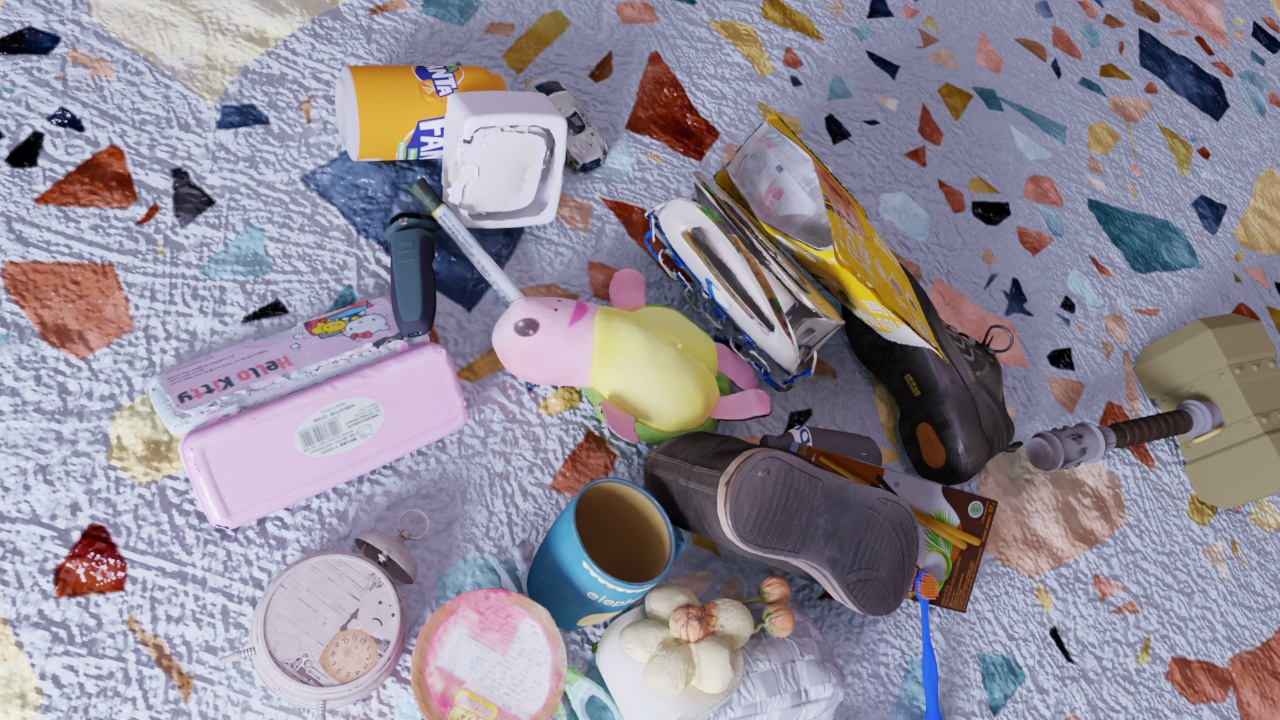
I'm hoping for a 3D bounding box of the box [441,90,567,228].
[{"bbox_3d":[-0.116,-0.166,0.780,0.102,0.107,0.076,-8,37,-26],"label":"box"}]

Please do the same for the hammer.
[{"bbox_3d":[0.520,0.067,0.930,0.324,0.101,0.190,-8,68,-24],"label":"hammer"}]

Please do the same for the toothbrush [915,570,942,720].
[{"bbox_3d":[0.240,0.265,0.752,0.016,0.018,0.182,3,78,-14],"label":"toothbrush"}]

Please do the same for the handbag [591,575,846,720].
[{"bbox_3d":[0.066,0.216,0.665,0.171,0.123,0.112,-5,34,-26],"label":"handbag"}]

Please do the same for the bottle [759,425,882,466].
[{"bbox_3d":[0.159,0.083,0.813,0.112,0.047,0.047,9,62,-17],"label":"bottle"}]

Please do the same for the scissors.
[{"bbox_3d":[-0.075,0.219,0.675,0.078,0.033,0.175,-23,71,-27],"label":"scissors"}]

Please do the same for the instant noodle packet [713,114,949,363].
[{"bbox_3d":[0.169,-0.095,0.784,0.163,0.084,0.221,38,18,-34],"label":"instant noodle packet"}]

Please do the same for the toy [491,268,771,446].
[{"bbox_3d":[-0.005,0.004,0.763,0.238,0.088,0.189,13,50,-15],"label":"toy"}]

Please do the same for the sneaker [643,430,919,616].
[{"bbox_3d":[0.116,0.124,0.706,0.234,0.120,0.095,23,83,-33],"label":"sneaker"}]

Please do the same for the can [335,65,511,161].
[{"bbox_3d":[-0.189,-0.217,0.805,0.142,0.079,0.079,-8,69,-25],"label":"can"}]

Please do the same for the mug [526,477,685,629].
[{"bbox_3d":[-0.022,0.147,0.675,0.112,0.104,0.084,2,53,-35],"label":"mug"}]

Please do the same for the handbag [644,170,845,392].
[{"bbox_3d":[0.085,-0.069,0.776,0.093,0.199,0.200,-43,81,5],"label":"handbag"}]

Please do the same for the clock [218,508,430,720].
[{"bbox_3d":[-0.198,0.163,0.626,0.103,0.061,0.156,37,60,-1],"label":"clock"}]

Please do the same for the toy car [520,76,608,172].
[{"bbox_3d":[-0.072,-0.231,0.886,0.047,0.033,0.105,-32,81,-32],"label":"toy car"}]

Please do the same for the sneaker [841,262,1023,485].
[{"bbox_3d":[0.298,-0.007,0.882,0.142,0.101,0.237,-11,70,-28],"label":"sneaker"}]

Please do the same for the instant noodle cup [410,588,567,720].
[{"bbox_3d":[-0.109,0.210,0.609,0.097,0.109,0.097,9,63,-17],"label":"instant noodle cup"}]

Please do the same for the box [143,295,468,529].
[{"bbox_3d":[-0.239,0.024,0.675,0.201,0.073,0.149,-24,76,-30],"label":"box"}]

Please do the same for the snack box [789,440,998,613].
[{"bbox_3d":[0.204,0.143,0.784,0.186,0.032,0.101,17,90,-13],"label":"snack box"}]

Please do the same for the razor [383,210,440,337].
[{"bbox_3d":[-0.182,-0.070,0.734,0.047,0.052,0.142,-12,48,-3],"label":"razor"}]

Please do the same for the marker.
[{"bbox_3d":[-0.141,-0.093,0.774,0.146,0.017,0.017,51,56,-16],"label":"marker"}]
